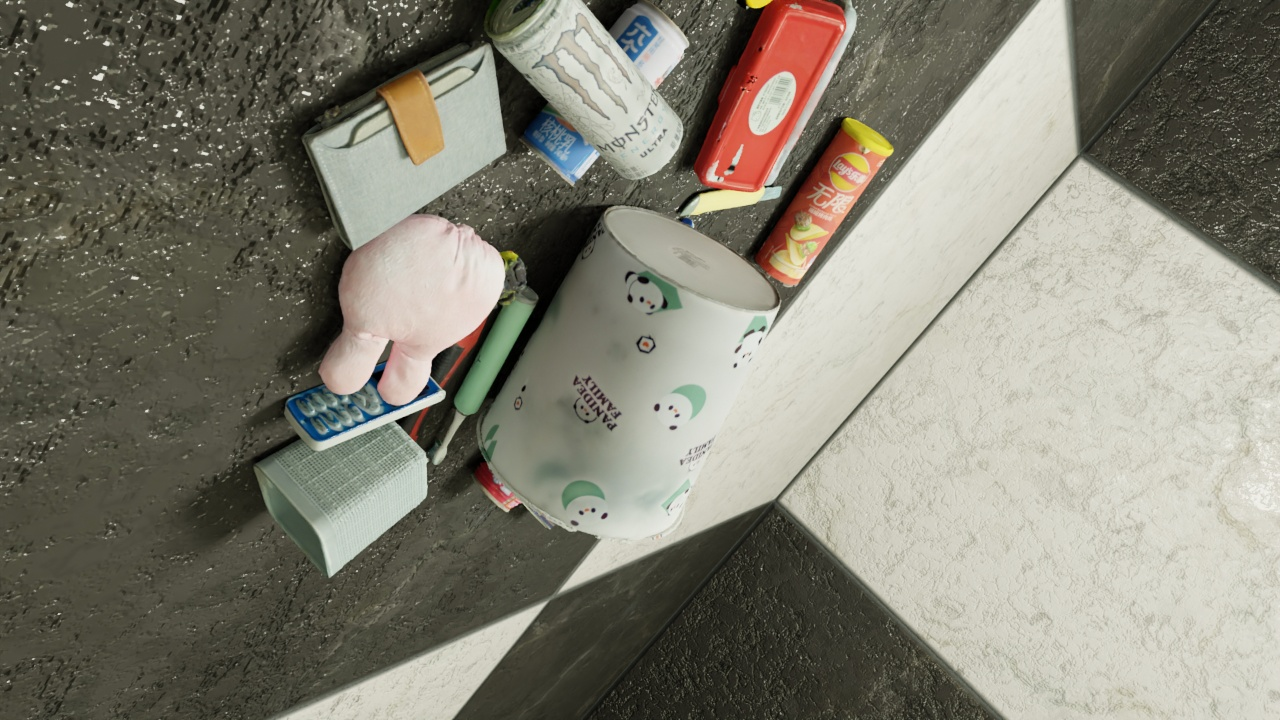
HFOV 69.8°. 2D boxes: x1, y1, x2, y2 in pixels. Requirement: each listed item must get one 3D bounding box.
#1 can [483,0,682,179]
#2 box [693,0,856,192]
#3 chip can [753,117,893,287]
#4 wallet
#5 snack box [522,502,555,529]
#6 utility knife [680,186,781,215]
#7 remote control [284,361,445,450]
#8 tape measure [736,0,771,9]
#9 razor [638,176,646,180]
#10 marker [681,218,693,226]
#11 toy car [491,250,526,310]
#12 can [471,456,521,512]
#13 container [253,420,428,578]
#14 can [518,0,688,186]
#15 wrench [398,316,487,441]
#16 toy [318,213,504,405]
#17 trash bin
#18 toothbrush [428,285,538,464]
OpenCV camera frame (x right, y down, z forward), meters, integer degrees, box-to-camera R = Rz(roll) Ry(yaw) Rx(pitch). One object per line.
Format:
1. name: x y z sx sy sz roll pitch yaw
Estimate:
1. can: -0.033 -0.183 0.599 0.058 0.058 0.146 -47 134 4
2. box: 0.124 -0.264 0.872 0.110 0.100 0.202 5 138 -20
3. chip can: 0.229 -0.197 1.163 0.073 0.073 0.217 -19 147 -52
4. wallet: -0.142 -0.137 0.582 0.129 0.037 0.107 -38 160 -21
5. snack box: -0.083 0.128 1.201 0.182 0.046 0.178 -42 160 -11
6. utility knife: 0.110 -0.181 1.031 0.201 0.021 0.031 -13 147 -47
7. remote control: -0.220 0.033 0.737 0.124 0.049 0.024 -25 154 -44
8. tape measure: 0.095 -0.312 0.730 0.060 0.029 0.057 -48 159 5
9. razor: -0.004 -0.196 0.772 0.143 0.022 0.042 89 4 -68
10. marker: 0.051 -0.115 1.043 0.016 0.017 0.146 -40 160 -16
11. toy car: -0.143 -0.057 0.744 0.105 0.032 0.048 -28 151 -13
12. can: -0.138 0.118 1.041 0.093 0.066 0.066 -45 160 -4
13. container: -0.245 0.103 0.770 0.111 0.090 0.090 -38 159 -32
14. can: -0.027 -0.196 0.673 0.134 0.053 0.053 -48 160 6
15. wrench: -0.209 0.058 0.857 0.056 0.016 0.274 -16 144 -55
16. toy: -0.171 -0.036 0.674 0.121 0.054 0.160 18 115 -44
17. trash bin: -0.005 0.005 0.885 0.229 0.229 0.252 -13 137 -57
18. toothbrush: -0.155 0.020 0.876 0.026 0.027 0.225 -1 133 -45
